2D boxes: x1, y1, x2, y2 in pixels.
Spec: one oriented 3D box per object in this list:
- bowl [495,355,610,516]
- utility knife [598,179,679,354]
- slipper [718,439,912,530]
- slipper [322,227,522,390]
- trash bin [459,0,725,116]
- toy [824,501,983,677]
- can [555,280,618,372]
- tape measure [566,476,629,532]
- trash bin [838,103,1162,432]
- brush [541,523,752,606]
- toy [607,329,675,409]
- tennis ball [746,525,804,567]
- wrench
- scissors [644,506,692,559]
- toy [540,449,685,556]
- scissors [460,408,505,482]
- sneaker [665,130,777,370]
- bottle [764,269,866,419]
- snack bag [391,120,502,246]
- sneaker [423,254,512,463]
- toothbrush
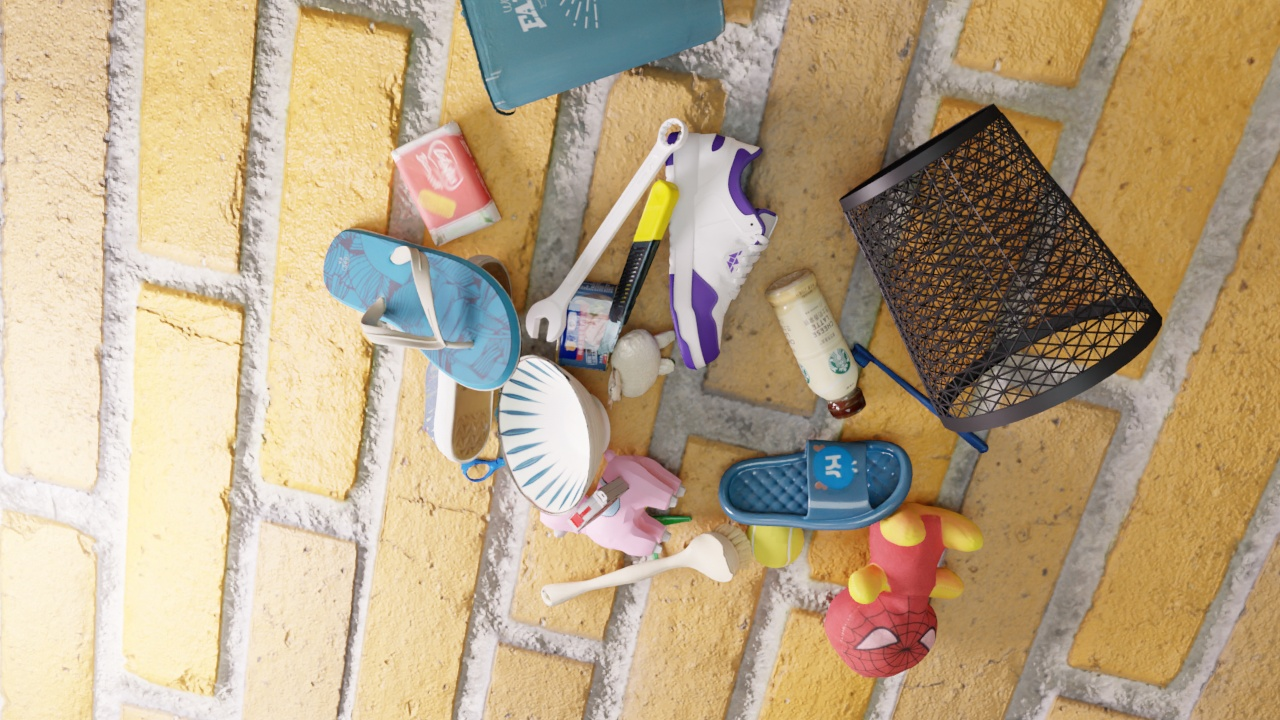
[{"bbox_3d":[-0.083,0.077,1.012,0.177,0.070,0.177,14,108,48],"label":"bowl"},{"bbox_3d":[-0.007,-0.088,0.935,0.029,0.020,0.203,43,122,35],"label":"utility knife"},{"bbox_3d":[0.188,0.135,1.004,0.214,0.103,0.059,-10,147,15],"label":"slipper"},{"bbox_3d":[-0.240,-0.067,0.950,0.295,0.060,0.118,26,96,28],"label":"slipper"},{"bbox_3d":[-0.048,-0.350,0.845,0.219,0.199,0.197,-13,105,3],"label":"trash bin"},{"bbox_3d":[0.286,0.259,1.030,0.147,0.098,0.216,13,108,-15],"label":"toy"},{"bbox_3d":[-0.058,-0.038,1.004,0.059,0.054,0.100,8,108,2],"label":"can"},{"bbox_3d":[-0.047,0.153,0.982,0.062,0.060,0.020,-45,79,21],"label":"tape measure"},{"bbox_3d":[0.323,-0.093,0.873,0.217,0.216,0.243,-32,94,14],"label":"trash bin"},{"bbox_3d":[0.003,0.248,1.072,0.273,0.077,0.062,-19,82,21],"label":"brush"},{"bbox_3d":[-0.006,0.006,0.998,0.112,0.050,0.087,-31,142,-25],"label":"toy"},{"bbox_3d":[0.153,0.203,1.046,0.065,0.065,0.065,2,107,6],"label":"tennis ball"},{"bbox_3d":[-0.037,-0.128,0.934,0.047,0.009,0.274,47,112,27],"label":"wrench"},{"bbox_3d":[-0.003,0.191,1.088,0.131,0.011,0.125,-16,103,13],"label":"scissors"},{"bbox_3d":[-0.037,0.162,1.046,0.157,0.067,0.123,18,103,12],"label":"toy"},{"bbox_3d":[-0.154,0.113,1.083,0.134,0.014,0.127,-22,107,8],"label":"scissors"},{"bbox_3d":[0.086,-0.114,0.949,0.111,0.091,0.244,-2,100,6],"label":"sneaker"},{"bbox_3d":[0.191,-0.015,0.981,0.056,0.056,0.162,-25,102,13],"label":"bottle"},{"bbox_3d":[-0.208,-0.188,0.984,0.077,0.036,0.116,-21,103,12],"label":"snack bag"},{"bbox_3d":[-0.205,-0.006,1.021,0.079,0.087,0.236,20,106,34],"label":"sneaker"},{"bbox_3d":[0.305,0.044,1.008,0.190,0.016,0.017,37,114,-5],"label":"toothbrush"}]
